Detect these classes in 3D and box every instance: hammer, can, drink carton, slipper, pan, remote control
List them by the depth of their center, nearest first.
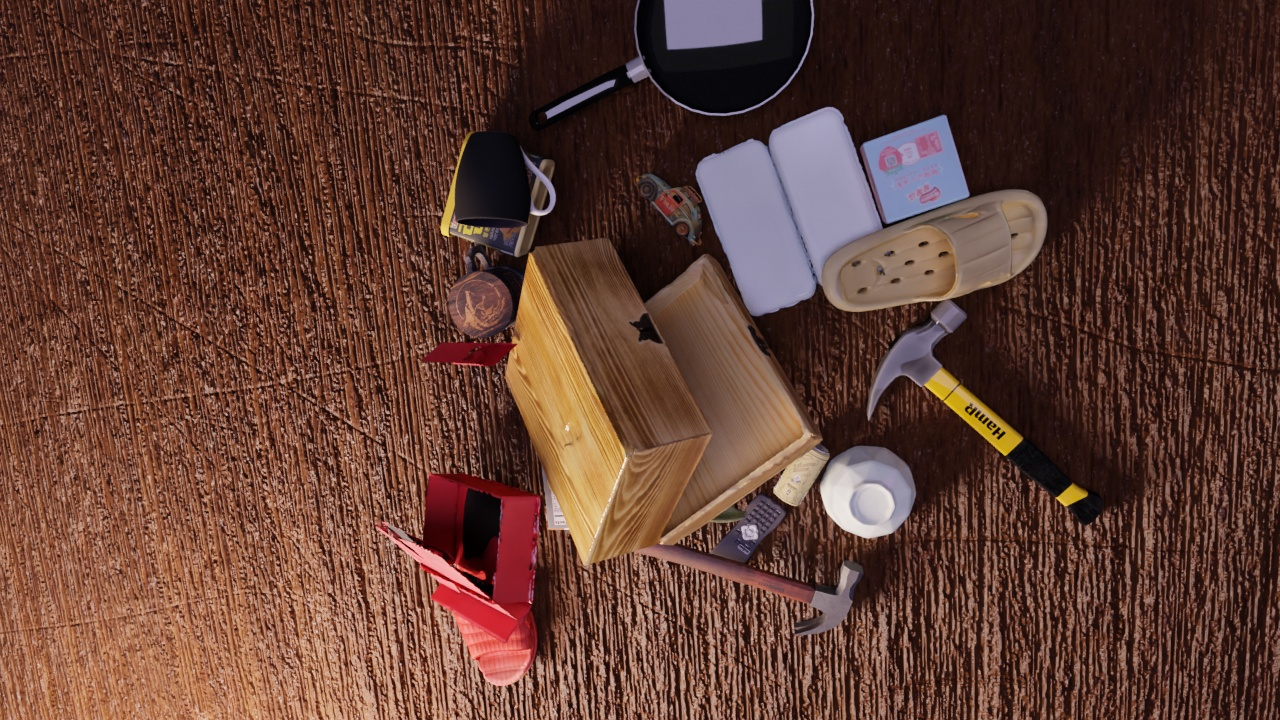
[{"bbox_3d":[0.339,-0.110,1.039,0.261,0.079,0.111,-15,117,7],"label":"slipper"},{"bbox_3d":[0.029,-0.358,1.079,0.356,0.044,0.204,-24,96,14],"label":"pan"},{"bbox_3d":[0.423,0.086,1.106,0.324,0.034,0.170,41,106,-1],"label":"hammer"},{"bbox_3d":[-0.175,-0.203,1.134,0.101,0.072,0.131,20,104,3],"label":"can"},{"bbox_3d":[0.202,0.140,1.150,0.038,0.038,0.079,29,105,3],"label":"can"},{"bbox_3d":[0.124,0.273,1.187,0.301,0.028,0.111,16,107,3],"label":"hammer"},{"bbox_3d":[0.137,0.229,1.195,0.046,0.009,0.125,37,105,2],"label":"remote control"},{"bbox_3d":[-0.092,0.156,1.202,0.076,0.048,0.125,-3,101,11],"label":"drink carton"},{"bbox_3d":[-0.207,0.334,1.255,0.104,0.059,0.249,-9,98,12],"label":"slipper"}]

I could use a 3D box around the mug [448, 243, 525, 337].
[{"bbox_3d":[-0.189,-0.092,1.139,0.080,0.107,0.116,-26,95,14],"label":"mug"}]

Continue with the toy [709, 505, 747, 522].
[{"bbox_3d":[0.045,0.141,1.159,0.179,0.078,0.153,3,103,7],"label":"toy"}]

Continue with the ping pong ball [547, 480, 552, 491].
[{"bbox_3d":[-0.098,0.150,1.154,0.040,0.040,0.040,2,101,10],"label":"ping pong ball"}]

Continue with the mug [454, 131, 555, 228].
[{"bbox_3d":[-0.155,-0.207,1.061,0.118,0.085,0.100,1,91,-25],"label":"mug"}]

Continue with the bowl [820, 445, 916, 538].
[{"bbox_3d":[0.282,0.168,1.130,0.117,0.061,0.117,2,101,9],"label":"bowl"}]

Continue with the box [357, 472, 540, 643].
[{"bbox_3d":[-0.270,0.359,1.106,0.138,0.215,0.466,29,76,-35],"label":"box"}]

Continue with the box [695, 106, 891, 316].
[{"bbox_3d":[0.182,-0.174,1.095,0.190,0.037,0.209,-18,97,11],"label":"box"}]

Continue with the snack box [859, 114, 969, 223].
[{"bbox_3d":[0.308,-0.214,1.039,0.093,0.079,0.095,-18,95,13],"label":"snack box"}]

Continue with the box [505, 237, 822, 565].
[{"bbox_3d":[0.016,0.046,1.052,0.279,0.263,0.270,61,148,30],"label":"box"}]

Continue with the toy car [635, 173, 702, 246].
[{"bbox_3d":[0.045,-0.191,1.108,0.047,0.047,0.112,-42,91,17],"label":"toy car"}]
